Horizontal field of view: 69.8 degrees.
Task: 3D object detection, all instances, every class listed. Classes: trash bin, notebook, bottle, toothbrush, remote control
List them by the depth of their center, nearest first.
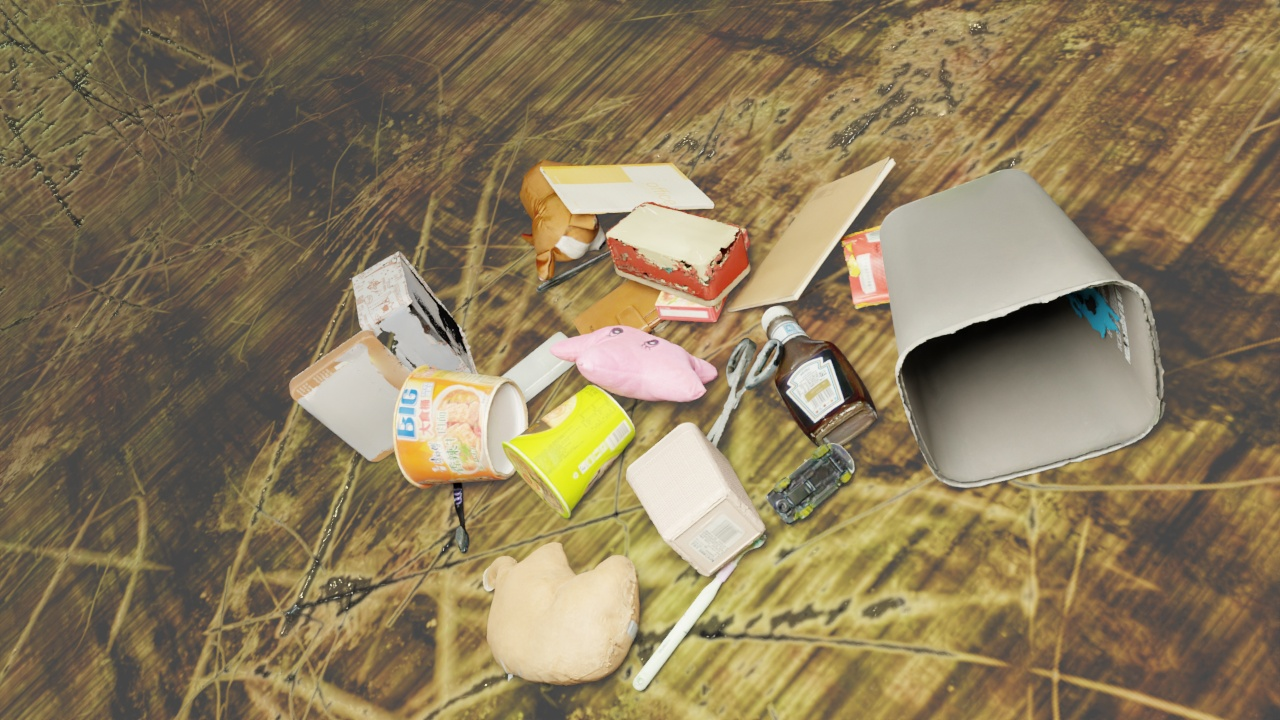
[{"bbox_3d":[0.323,-0.040,0.827,0.199,0.199,0.219,-18,38,17],"label":"trash bin"},{"bbox_3d":[0.054,0.235,0.876,0.029,0.020,0.189,33,74,26],"label":"toothbrush"},{"bbox_3d":[0.179,0.010,0.978,0.080,0.044,0.194,-38,40,13],"label":"bottle"},{"bbox_3d":[0.197,-0.144,1.080,0.211,0.012,0.150,-53,16,-17],"label":"notebook"},{"bbox_3d":[-0.226,0.161,1.133,0.014,0.017,0.188,-24,42,5],"label":"toothbrush"},{"bbox_3d":[-0.147,0.025,1.197,0.150,0.021,0.058,-39,42,-3],"label":"remote control"},{"bbox_3d":[-0.020,-0.239,1.268,0.206,0.010,0.145,-6,36,-22],"label":"notebook"},{"bbox_3d":[-0.068,-0.137,1.294,0.181,0.015,0.018,-26,52,11],"label":"toothbrush"}]

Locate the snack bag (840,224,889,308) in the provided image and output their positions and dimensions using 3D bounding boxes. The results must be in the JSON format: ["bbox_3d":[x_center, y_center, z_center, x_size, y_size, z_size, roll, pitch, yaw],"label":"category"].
[{"bbox_3d":[0.325,-0.122,0.989,0.208,0.073,0.128,-15,50,15],"label":"snack bag"}]

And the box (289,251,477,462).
[{"bbox_3d":[-0.346,-0.008,1.242,0.205,0.181,0.158,-36,44,0],"label":"box"}]

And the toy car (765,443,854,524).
[{"bbox_3d":[0.165,0.118,0.892,0.090,0.042,0.035,-40,-2,-1],"label":"toy car"}]

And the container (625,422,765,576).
[{"bbox_3d":[0.055,0.138,0.895,0.090,0.090,0.111,-39,33,5],"label":"container"}]

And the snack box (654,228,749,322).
[{"bbox_3d":[0.079,-0.109,1.140,0.075,0.025,0.152,4,47,25],"label":"snack box"}]

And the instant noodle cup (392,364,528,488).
[{"bbox_3d":[-0.208,0.080,1.099,0.111,0.151,0.151,1,52,17],"label":"instant noodle cup"}]

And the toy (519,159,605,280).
[{"bbox_3d":[-0.108,-0.201,1.306,0.140,0.130,0.199,-54,25,22],"label":"toy"}]

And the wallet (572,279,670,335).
[{"bbox_3d":[-0.017,-0.059,1.180,0.132,0.031,0.107,-35,40,3],"label":"wallet"}]

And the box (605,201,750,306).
[{"bbox_3d":[0.040,-0.137,1.105,0.168,0.077,0.091,23,56,39],"label":"box"}]

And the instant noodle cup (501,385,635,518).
[{"bbox_3d":[-0.074,0.095,1.032,0.123,0.112,0.112,-42,42,-18],"label":"instant noodle cup"}]

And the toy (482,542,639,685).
[{"bbox_3d":[-0.101,0.253,0.927,0.226,0.082,0.143,2,49,38],"label":"toy"}]

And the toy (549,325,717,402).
[{"bbox_3d":[-0.006,0.006,1.021,0.195,0.178,0.075,18,103,33],"label":"toy"}]

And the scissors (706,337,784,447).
[{"bbox_3d":[0.100,0.043,0.992,0.166,0.014,0.163,-40,28,32],"label":"scissors"}]
